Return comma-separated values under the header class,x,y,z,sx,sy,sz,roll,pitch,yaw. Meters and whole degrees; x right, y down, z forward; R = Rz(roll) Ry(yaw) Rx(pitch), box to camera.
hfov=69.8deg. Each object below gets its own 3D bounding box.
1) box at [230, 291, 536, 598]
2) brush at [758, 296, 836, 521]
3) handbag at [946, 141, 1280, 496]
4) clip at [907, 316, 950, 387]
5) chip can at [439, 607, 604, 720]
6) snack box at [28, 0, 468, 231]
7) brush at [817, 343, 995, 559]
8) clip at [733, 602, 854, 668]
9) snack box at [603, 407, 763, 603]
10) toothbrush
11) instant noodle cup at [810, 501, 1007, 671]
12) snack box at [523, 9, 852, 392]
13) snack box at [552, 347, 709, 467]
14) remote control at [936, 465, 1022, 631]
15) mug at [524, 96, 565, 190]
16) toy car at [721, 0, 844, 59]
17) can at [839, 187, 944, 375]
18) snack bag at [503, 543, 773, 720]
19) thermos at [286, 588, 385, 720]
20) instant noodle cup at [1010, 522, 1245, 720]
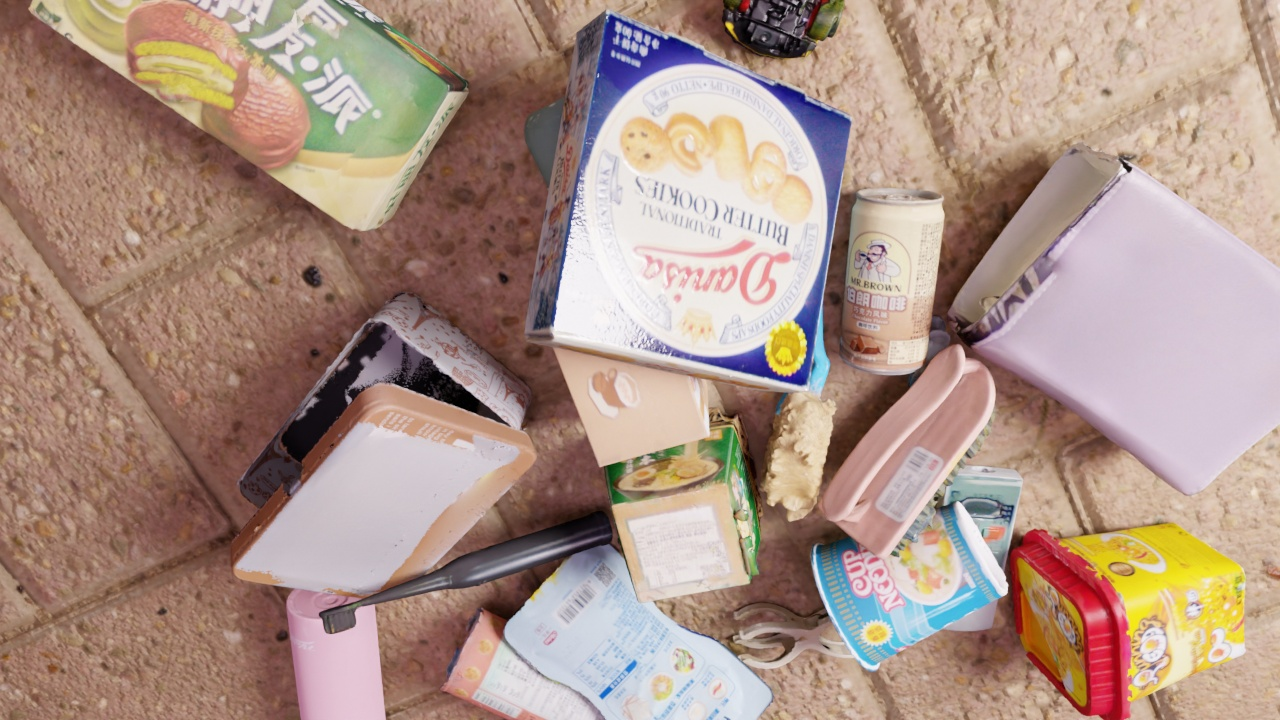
class,x,y,z,sx,sy,sz,roll,pitch,yaw
box,-0.176,0.078,0.622,0.148,0.157,0.182,40,107,-10
brush,0.115,-0.015,0.625,0.046,0.083,0.255,6,102,8
handbag,0.318,-0.025,0.589,0.197,0.098,0.145,32,106,-9
clip,0.204,-0.003,0.649,0.024,0.027,0.056,2,120,5
chip can,-0.048,0.273,0.729,0.214,0.071,0.071,27,109,-7
snack box,-0.240,-0.196,0.578,0.240,0.063,0.115,35,107,-8
brush,0.182,0.058,0.613,0.073,0.063,0.145,34,94,-40
clip,0.123,0.224,0.725,0.103,0.034,0.076,7,108,-8
snack box,0.026,0.104,0.648,0.117,0.105,0.118,-12,107,8
toothbrush,-0.119,0.150,0.653,0.212,0.026,0.027,-15,87,-25
instant noodle cup,0.194,0.154,0.655,0.110,0.099,0.099,-31,105,19
snack box,0.034,-0.083,0.539,0.177,0.046,0.182,12,84,-30
snack box,-0.004,0.004,0.619,0.077,0.094,0.093,-16,108,9
remote control,0.248,0.144,0.694,0.056,0.019,0.135,4,110,2
mug,-0.007,-0.128,0.586,0.111,0.082,0.106,-31,106,-15
toy car,0.101,-0.259,0.548,0.071,0.041,0.156,19,111,-4
can,0.166,-0.053,0.609,0.058,0.058,0.116,2,109,2
snack bag,-0.002,0.231,0.696,0.191,0.039,0.110,42,70,4
thermos,-0.251,0.272,0.750,0.087,0.067,0.199,15,115,31
instant noodle cup,0.350,0.178,0.659,0.123,0.116,0.116,-14,108,-4
